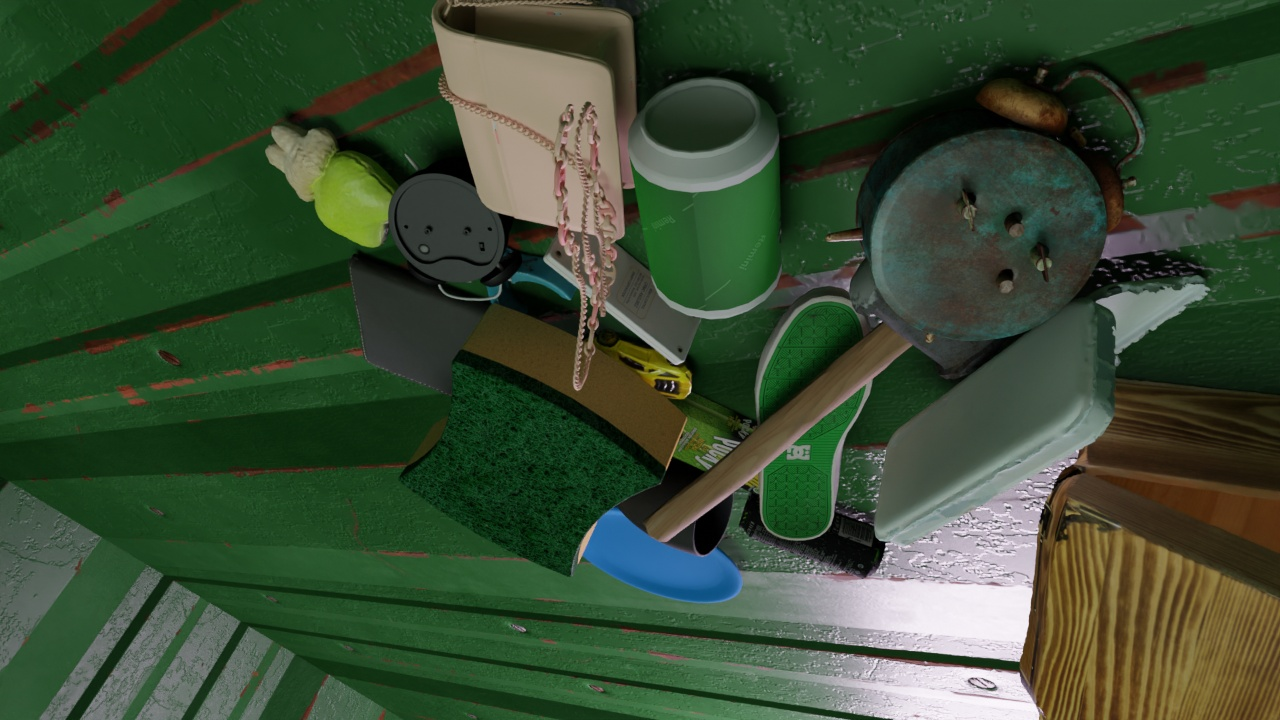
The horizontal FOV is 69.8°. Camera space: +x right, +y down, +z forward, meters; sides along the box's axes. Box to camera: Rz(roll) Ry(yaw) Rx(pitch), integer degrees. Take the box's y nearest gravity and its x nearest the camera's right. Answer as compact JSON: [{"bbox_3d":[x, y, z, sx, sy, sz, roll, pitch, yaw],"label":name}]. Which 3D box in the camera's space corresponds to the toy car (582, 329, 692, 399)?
[{"bbox_3d":[-0.005,0.005,0.798,0.107,0.030,0.049,17,148,11],"label":"toy car"}]

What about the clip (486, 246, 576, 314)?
[{"bbox_3d":[-0.112,-0.067,0.768,0.121,0.033,0.119,20,151,5],"label":"clip"}]

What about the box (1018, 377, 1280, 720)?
[{"bbox_3d":[0.384,0.187,0.612,0.259,0.219,0.279,9,134,25],"label":"box"}]

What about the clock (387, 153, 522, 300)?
[{"bbox_3d":[-0.138,-0.097,0.693,0.091,0.042,0.121,3,126,11],"label":"clock"}]

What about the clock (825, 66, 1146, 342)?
[{"bbox_3d":[0.193,-0.083,0.490,0.121,0.073,0.158,41,114,-18],"label":"clock"}]

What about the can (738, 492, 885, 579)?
[{"bbox_3d":[0.168,0.168,0.900,0.138,0.053,0.054,19,147,6],"label":"can"}]

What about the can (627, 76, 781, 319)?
[{"bbox_3d":[0.043,-0.097,0.572,0.088,0.087,0.140,11,145,18],"label":"can"}]

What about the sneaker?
[{"bbox_3d":[0.131,0.033,0.728,0.084,0.078,0.236,4,127,4],"label":"sneaker"}]

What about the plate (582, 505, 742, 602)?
[{"bbox_3d":[0.016,0.227,1.103,0.224,0.024,0.225,16,146,11],"label":"plate"}]

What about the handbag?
[{"bbox_3d":[-0.075,-0.110,0.533,0.116,0.186,0.199,10,150,7],"label":"handbag"}]

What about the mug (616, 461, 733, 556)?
[{"bbox_3d":[0.038,0.145,0.937,0.100,0.085,0.118,15,177,30],"label":"mug"}]

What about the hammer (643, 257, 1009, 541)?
[{"bbox_3d":[0.112,0.041,0.661,0.098,0.052,0.329,34,123,-16],"label":"hammer"}]

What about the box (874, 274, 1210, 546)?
[{"bbox_3d":[0.237,0.025,0.580,0.084,0.185,0.211,45,149,7],"label":"box"}]

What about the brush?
[{"bbox_3d":[-0.097,0.082,0.840,0.195,0.075,0.251,31,139,-5],"label":"brush"}]

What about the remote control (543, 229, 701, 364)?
[{"bbox_3d":[-0.011,-0.054,0.698,0.136,0.050,0.011,38,144,-21],"label":"remote control"}]

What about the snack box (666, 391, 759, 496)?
[{"bbox_3d":[0.065,0.073,0.854,0.147,0.025,0.080,25,147,-3],"label":"snack box"}]

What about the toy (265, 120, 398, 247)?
[{"bbox_3d":[-0.241,-0.141,0.722,0.115,0.046,0.092,37,144,-9],"label":"toy"}]

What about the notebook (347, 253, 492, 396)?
[{"bbox_3d":[-0.176,-0.011,0.882,0.209,0.029,0.170,23,145,6],"label":"notebook"}]
